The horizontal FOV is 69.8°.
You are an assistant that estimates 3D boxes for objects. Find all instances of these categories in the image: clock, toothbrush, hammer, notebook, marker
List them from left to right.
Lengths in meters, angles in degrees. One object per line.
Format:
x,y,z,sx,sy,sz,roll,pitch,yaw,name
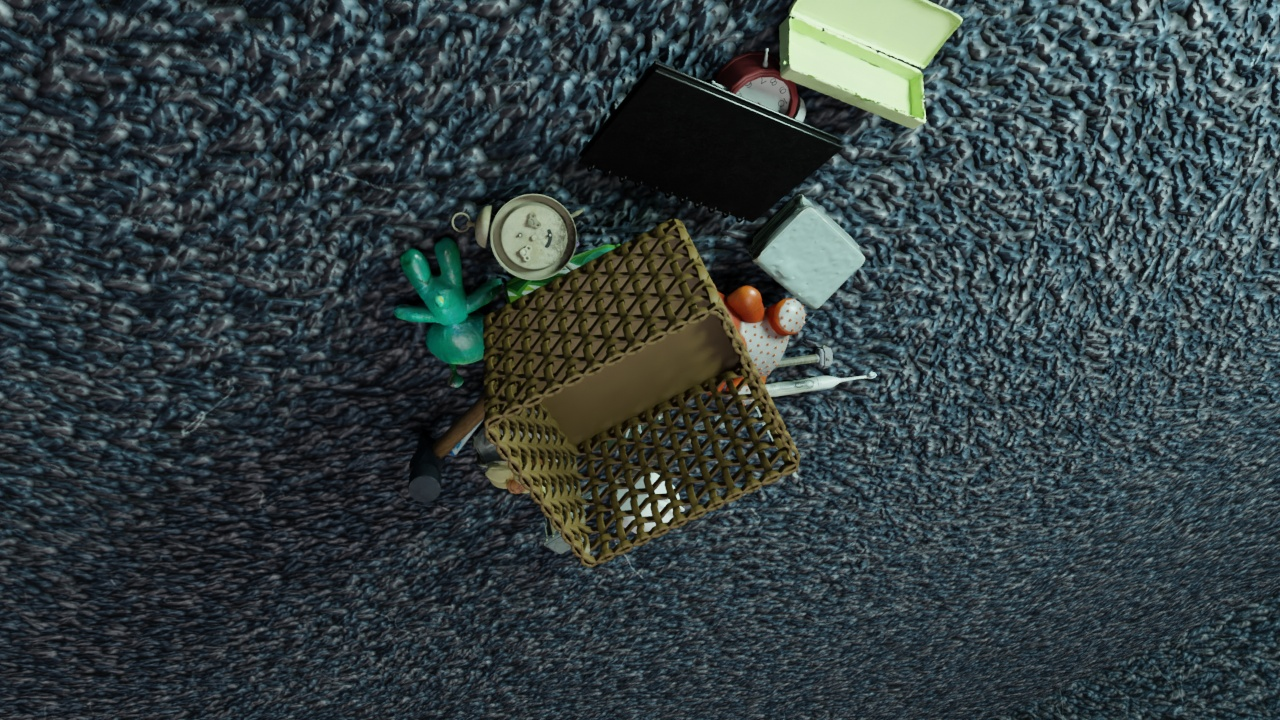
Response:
-0.222,0.084,1.249,0.013,0.013,0.142,20,126,-33,marker
-0.179,0.038,1.166,0.322,0.129,0.040,-43,115,12,hammer
-0.136,-0.142,1.008,0.140,0.054,0.093,9,106,-10,clock
-0.009,0.162,1.331,0.323,0.098,0.044,-32,135,16,hammer
0.071,-0.221,0.979,0.231,0.019,0.170,14,151,-27,notebook
0.122,0.009,1.249,0.316,0.028,0.147,-7,105,-19,hammer
0.125,-0.271,0.973,0.087,0.044,0.124,-29,134,12,clock
0.177,0.094,1.260,0.010,0.181,0.010,-27,133,2,toothbrush
0.258,0.035,1.342,0.185,0.022,0.024,-7,154,-9,toothbrush

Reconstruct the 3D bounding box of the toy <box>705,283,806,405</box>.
0.108,-0.029,1.170,0.172,0.092,0.164,17,122,-18,toy

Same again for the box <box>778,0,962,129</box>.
0.233,-0.326,0.953,0.187,0.061,0.134,9,108,-26,box

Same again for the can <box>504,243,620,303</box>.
-0.079,-0.078,1.076,0.144,0.083,0.083,-20,137,3,can

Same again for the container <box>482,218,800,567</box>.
-0.008,0.029,0.976,0.252,0.214,0.220,-27,122,7,container

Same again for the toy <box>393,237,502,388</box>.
-0.220,-0.052,1.075,0.130,0.072,0.193,-16,128,-1,toy

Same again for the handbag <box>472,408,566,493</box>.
-0.138,0.109,1.213,0.112,0.123,0.172,21,139,-28,handbag

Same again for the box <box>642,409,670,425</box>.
-0.005,0.008,1.147,0.081,0.091,0.160,-7,98,22,box

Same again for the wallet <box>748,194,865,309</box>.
0.204,-0.134,1.133,0.100,0.054,0.131,-47,130,13,wallet

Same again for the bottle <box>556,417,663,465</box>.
-0.050,0.100,1.289,0.174,0.055,0.055,-31,135,16,bottle

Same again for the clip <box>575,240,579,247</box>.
-0.091,-0.139,1.063,0.045,0.014,0.051,-18,139,1,clip

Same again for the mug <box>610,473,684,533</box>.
0.013,0.215,1.386,0.116,0.094,0.068,-3,151,44,mug
